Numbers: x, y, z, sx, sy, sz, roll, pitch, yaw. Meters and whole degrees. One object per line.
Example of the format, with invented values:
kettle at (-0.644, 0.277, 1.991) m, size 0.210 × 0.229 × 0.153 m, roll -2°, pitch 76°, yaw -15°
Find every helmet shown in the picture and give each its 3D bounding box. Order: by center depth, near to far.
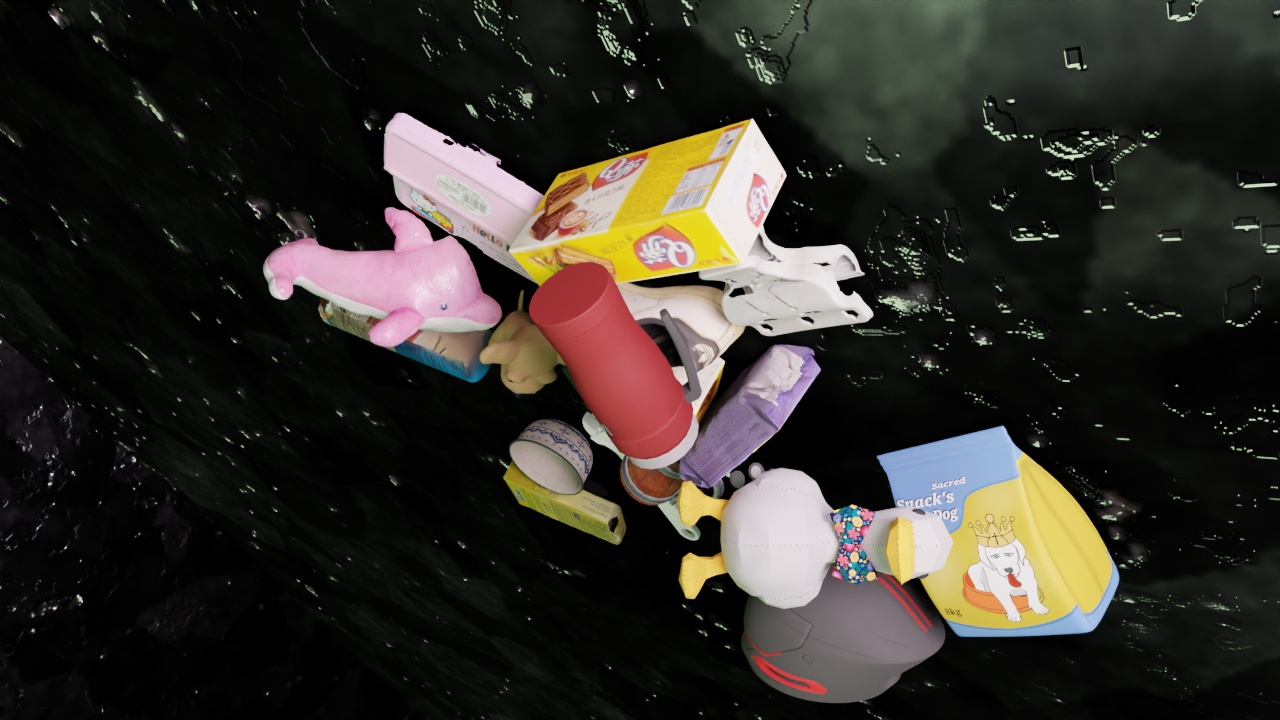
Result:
helmet at (0.234, 0.306, 1.109) m, size 0.265 × 0.163 × 0.170 m, roll 8°, pitch 111°, yaw 40°

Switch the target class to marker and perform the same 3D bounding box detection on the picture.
marker at (-0.109, 0.166, 1.338) m, size 0.139 × 0.016 × 0.022 m, roll 24°, pitch -175°, yaw 13°

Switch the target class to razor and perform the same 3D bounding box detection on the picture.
razor at (0.176, 0.168, 1.083) m, size 0.156 × 0.060 × 0.057 m, roll 28°, pitch 140°, yaw -31°

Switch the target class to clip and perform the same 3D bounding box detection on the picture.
clip at (0.118, -0.079, 0.807) m, size 0.126 × 0.091 × 0.151 m, roll -12°, pitch 140°, yaw 45°

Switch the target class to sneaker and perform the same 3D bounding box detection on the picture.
sneaker at (-0.017, -0.027, 0.941) m, size 0.242 × 0.102 × 0.089 m, roll 7°, pitch 139°, yaw 32°

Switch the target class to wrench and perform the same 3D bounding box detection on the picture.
wrench at (0.008, 0.158, 1.238) m, size 0.066 × 0.018 × 0.273 m, roll -4°, pitch 133°, yaw 42°

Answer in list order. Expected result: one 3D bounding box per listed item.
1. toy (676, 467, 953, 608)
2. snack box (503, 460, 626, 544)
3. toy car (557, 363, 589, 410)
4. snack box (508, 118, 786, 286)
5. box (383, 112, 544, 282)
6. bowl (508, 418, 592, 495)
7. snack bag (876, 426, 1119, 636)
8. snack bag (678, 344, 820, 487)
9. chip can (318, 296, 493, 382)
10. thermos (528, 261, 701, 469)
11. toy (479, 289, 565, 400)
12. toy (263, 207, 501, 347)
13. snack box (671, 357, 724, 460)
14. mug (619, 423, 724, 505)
toy at (0.174, 0.181, 0.936) m, size 0.268 × 0.141 × 0.246 m, roll -3°, pitch 175°, yaw 14°
snack box at (-0.106, 0.209, 1.357) m, size 0.181 × 0.045 × 0.121 m, roll 21°, pitch 157°, yaw 15°
toy car at (-0.064, 0.016, 1.095) m, size 0.112 × 0.034 × 0.046 m, roll 55°, pitch 140°, yaw -6°
snack box at (0.001, -0.128, 0.792) m, size 0.231 × 0.109 × 0.061 m, roll -5°, pitch 137°, yaw 42°
box at (-0.178, -0.159, 0.960) m, size 0.201 × 0.044 × 0.155 m, roll 31°, pitch 147°, yaw 4°
bowl at (-0.116, 0.125, 1.256) m, size 0.115 × 0.059 × 0.116 m, roll 22°, pitch 145°, yaw 16°
snack bag at (0.345, 0.166, 0.912) m, size 0.159 × 0.102 × 0.205 m, roll -25°, pitch 100°, yaw 52°
snack bag at (0.105, 0.060, 0.963) m, size 0.058 × 0.096 × 0.206 m, roll 39°, pitch 146°, yaw 1°
chip can at (-0.299, -0.045, 1.178) m, size 0.230 × 0.079 × 0.080 m, roll 21°, pitch 145°, yaw 17°
thermos at (-0.008, 0.005, 0.823) m, size 0.108 × 0.083 × 0.199 m, roll -24°, pitch 130°, yaw 10°
toy at (-0.131, -0.013, 1.044) m, size 0.108 × 0.134 × 0.106 m, roll -127°, pitch 45°, yaw -53°
toy at (-0.282, -0.105, 1.035) m, size 0.265 × 0.186 × 0.128 m, roll 12°, pitch 116°, yaw -10°
snack box at (0.030, 0.037, 0.983) m, size 0.083 × 0.105 × 0.061 m, roll 24°, pitch 148°, yaw 13°
mug at (0.043, 0.133, 1.111) m, size 0.117 × 0.081 × 0.111 m, roll 49°, pitch 144°, yaw 8°
